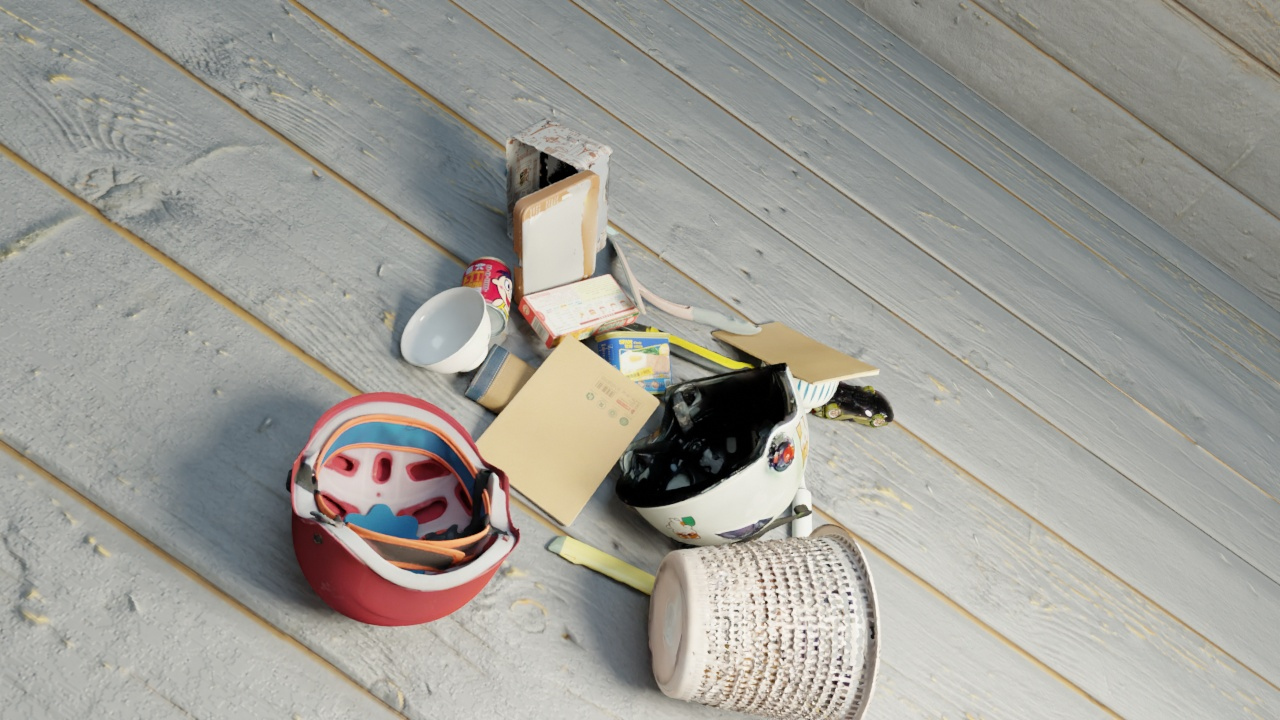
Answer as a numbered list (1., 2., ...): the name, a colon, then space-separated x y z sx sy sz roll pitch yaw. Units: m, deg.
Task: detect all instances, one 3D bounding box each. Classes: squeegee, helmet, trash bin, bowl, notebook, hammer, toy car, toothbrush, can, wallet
1. squeegee: 0.072 -0.079 1.381 0.249 0.040 0.247 21 23 -20
2. helmet: 0.105 0.130 1.117 0.157 0.231 0.273 57 39 -23
3. trash bin: 0.118 0.284 0.981 0.192 0.228 0.227 6 48 -14
4. bowl: 0.232 0.038 1.363 0.116 0.066 0.116 9 20 -3
5. notebook: 0.232 -0.013 1.386 0.149 0.012 0.211 -8 26 -38
6. hammer: 0.025 -0.030 1.326 0.323 0.032 0.125 23 43 -16
7. toy car: 0.326 0.068 1.431 0.158 0.042 0.070 12 47 -20
8. toothbrush: 0.218 0.204 1.245 0.027 0.026 0.220 -1 43 10
9. can: -0.007 0.007 1.229 0.102 0.057 0.083 1 81 -34
10. toothbrush: 0.139 0.216 1.163 0.212 0.026 0.027 -12 51 -34
11. bowl: -0.224 -0.024 1.115 0.065 0.118 0.118 54 22 -46
12. can: -0.202 -0.083 1.193 0.066 0.067 0.093 19 44 -19
13. notebook: -0.088 0.079 1.113 0.148 0.008 0.207 36 60 2
14. helmet: -0.241 0.156 0.892 0.206 0.144 0.240 7 35 -30
15. wallet: -0.153 0.038 1.142 0.115 0.033 0.090 30 44 -8

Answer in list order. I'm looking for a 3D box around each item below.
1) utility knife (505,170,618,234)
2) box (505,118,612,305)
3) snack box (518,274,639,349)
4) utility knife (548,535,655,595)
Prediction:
1. utility knife: -0.123 -0.251 1.437 0.204 0.018 0.034 32 37 -4
2. box: -0.139 -0.193 1.247 0.157 0.183 0.192 29 47 23
3. snack box: -0.081 -0.069 1.243 0.155 0.027 0.077 -19 62 -41
4. utility knife: -0.010 0.249 1.053 0.206 0.021 0.030 24 46 -5
